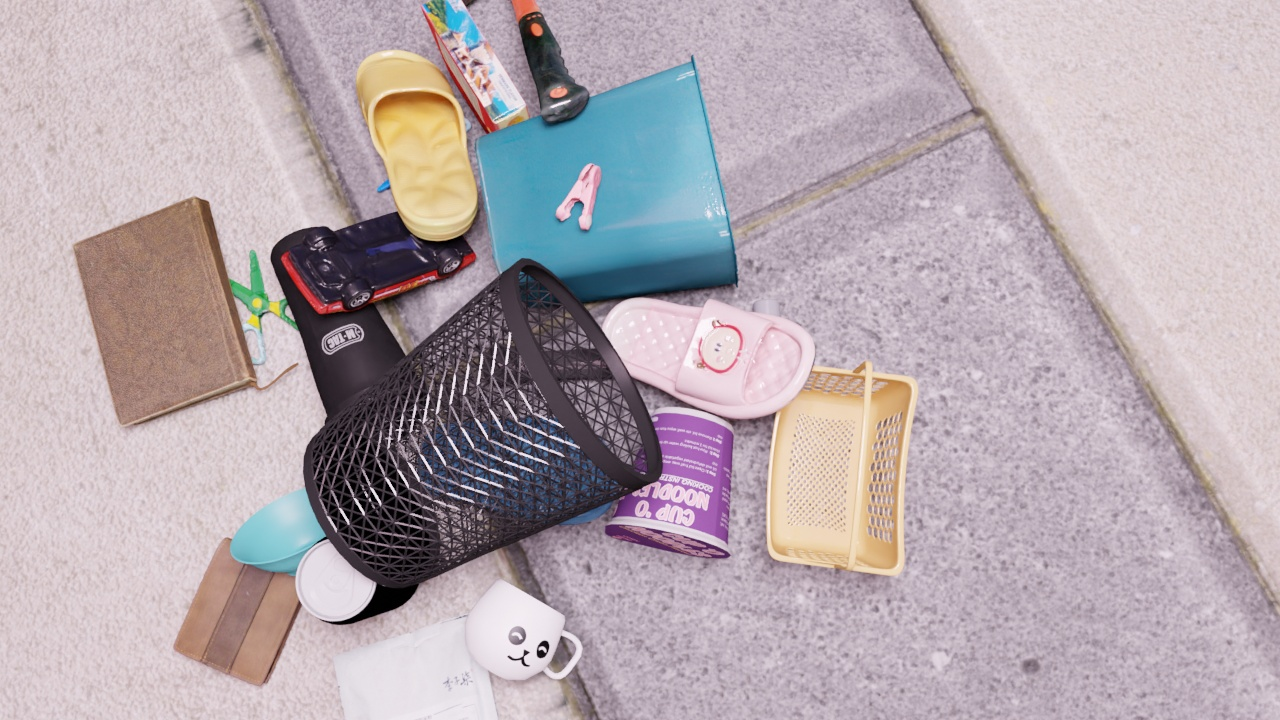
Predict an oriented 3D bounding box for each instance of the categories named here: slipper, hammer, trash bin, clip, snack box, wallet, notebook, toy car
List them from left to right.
[{"bbox_3d":[-0.475,-0.056,0.955,0.190,0.034,0.215,-19,80,3],"label":"notebook"},{"bbox_3d":[-0.394,0.249,0.912,0.098,0.027,0.121,21,81,2],"label":"wallet"},{"bbox_3d":[-0.256,-0.103,0.914,0.188,0.056,0.081,-27,74,-43],"label":"toy car"},{"bbox_3d":[-0.227,-0.241,0.937,0.099,0.079,0.263,-11,61,-18],"label":"slipper"},{"bbox_3d":[-0.142,0.068,0.797,0.243,0.216,0.217,-32,81,12],"label":"trash bin"},{"bbox_3d":[-0.159,-0.277,0.937,0.040,0.143,0.145,-31,81,-6],"label":"snack box"},{"bbox_3d":[-0.122,0.106,0.916,0.214,0.059,0.103,6,76,17],"label":"slipper"},{"bbox_3d":[-0.108,-0.334,0.918,0.133,0.033,0.332,-20,47,-1],"label":"hammer"},{"bbox_3d":[-0.055,-0.143,0.804,0.050,0.023,0.058,-5,88,12],"label":"clip"},{"bbox_3d":[-0.029,-0.155,0.898,0.219,0.196,0.199,-12,80,5],"label":"trash bin"},{"bbox_3d":[-0.006,0.005,0.944,0.311,0.029,0.125,-2,79,1],"label":"hammer"},{"bbox_3d":[0.056,-0.009,0.876,0.222,0.055,0.106,14,78,27],"label":"slipper"}]

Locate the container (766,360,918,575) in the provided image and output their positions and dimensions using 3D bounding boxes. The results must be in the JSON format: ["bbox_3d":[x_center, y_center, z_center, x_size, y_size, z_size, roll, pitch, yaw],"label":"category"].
[{"bbox_3d":[0.184,0.100,0.854,0.129,0.167,0.183,7,81,2],"label":"container"}]

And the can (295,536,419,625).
[{"bbox_3d":[-0.260,0.200,0.856,0.080,0.146,0.080,0,80,1],"label":"can"}]

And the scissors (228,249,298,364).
[{"bbox_3d":[-0.410,-0.053,0.972,0.130,0.012,0.116,32,83,6],"label":"scissors"}]

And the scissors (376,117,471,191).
[{"bbox_3d":[-0.231,-0.219,0.995,0.129,0.013,0.125,-43,82,-10],"label":"scissors"}]

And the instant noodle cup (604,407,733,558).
[{"bbox_3d":[0.033,0.116,0.893,0.137,0.121,0.121,-6,63,44],"label":"instant noodle cup"}]

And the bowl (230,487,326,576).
[{"bbox_3d":[-0.331,0.175,0.898,0.121,0.121,0.046,-17,116,-2],"label":"bowl"}]

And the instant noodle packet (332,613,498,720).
[{"bbox_3d":[-0.194,0.394,0.878,0.147,0.057,0.269,-17,75,-4],"label":"instant noodle packet"}]

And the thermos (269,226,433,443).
[{"bbox_3d":[-0.298,-0.026,0.923,0.106,0.106,0.218,-28,76,-4],"label":"thermos"}]

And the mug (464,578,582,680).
[{"bbox_3d":[-0.110,0.268,0.879,0.124,0.090,0.076,38,72,-25],"label":"mug"}]
